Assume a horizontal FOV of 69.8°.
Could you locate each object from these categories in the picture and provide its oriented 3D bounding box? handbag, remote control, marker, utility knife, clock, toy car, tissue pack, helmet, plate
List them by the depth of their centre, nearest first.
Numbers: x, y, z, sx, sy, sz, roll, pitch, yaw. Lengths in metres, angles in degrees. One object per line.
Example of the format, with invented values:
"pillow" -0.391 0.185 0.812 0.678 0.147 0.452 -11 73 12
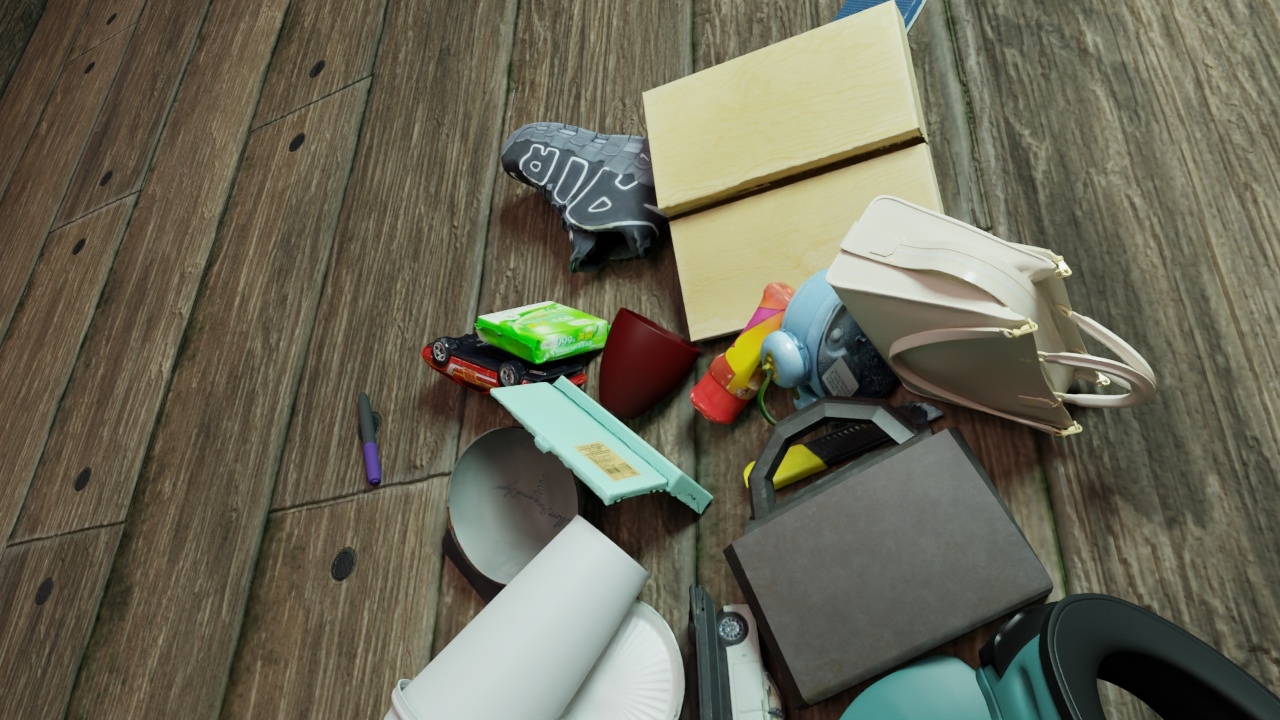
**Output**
"helmet" 0.246 0.259 0.488 0.176 0.201 0.274 -19 55 -34
"handbag" 0.256 -0.018 0.640 0.198 0.194 0.101 26 80 43
"toy car" 0.071 0.270 0.679 0.071 0.094 0.191 -1 57 -2
"handbag" 0.161 0.122 0.680 0.197 0.102 0.199 -30 67 14
"clock" 0.160 -0.009 0.752 0.162 0.118 0.060 -47 38 -7
"utility knife" 0.166 0.071 0.763 0.173 0.020 0.028 -25 54 20
"plate" -0.031 0.277 0.774 0.157 0.014 0.156 -16 56 25
"remote control" -0.145 0.205 0.885 0.140 0.021 0.045 37 87 39
"tissue pack" -0.101 -0.030 0.944 0.100 0.113 0.034 20 116 39
"toy car" -0.146 0.005 0.965 0.190 0.081 0.056 14 112 39
"marker" -0.317 0.089 1.066 0.018 0.015 0.133 -53 43 34

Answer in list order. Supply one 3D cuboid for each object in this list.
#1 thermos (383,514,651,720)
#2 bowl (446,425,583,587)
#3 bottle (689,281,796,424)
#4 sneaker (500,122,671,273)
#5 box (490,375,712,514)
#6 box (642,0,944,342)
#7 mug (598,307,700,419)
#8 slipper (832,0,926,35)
"thermos" -0.092 0.239 0.751 0.131 0.131 0.221 30 75 40
"bowl" -0.107 0.134 0.862 0.151 0.056 0.150 0 90 29
"bottle" 0.098 -0.004 0.809 0.048 0.071 0.134 41 109 16
"sneaker" -0.065 -0.167 1.005 0.253 0.097 0.150 15 75 32
"box" -0.035 0.070 0.820 0.187 0.138 0.052 35 98 40
"box" 0.139 -0.164 0.843 0.247 0.068 0.253 -13 87 27
"mug" -0.005 0.005 0.883 0.088 0.087 0.114 -61 21 7
"slipper" 0.195 -0.249 0.901 0.118 0.060 0.295 32 96 41
